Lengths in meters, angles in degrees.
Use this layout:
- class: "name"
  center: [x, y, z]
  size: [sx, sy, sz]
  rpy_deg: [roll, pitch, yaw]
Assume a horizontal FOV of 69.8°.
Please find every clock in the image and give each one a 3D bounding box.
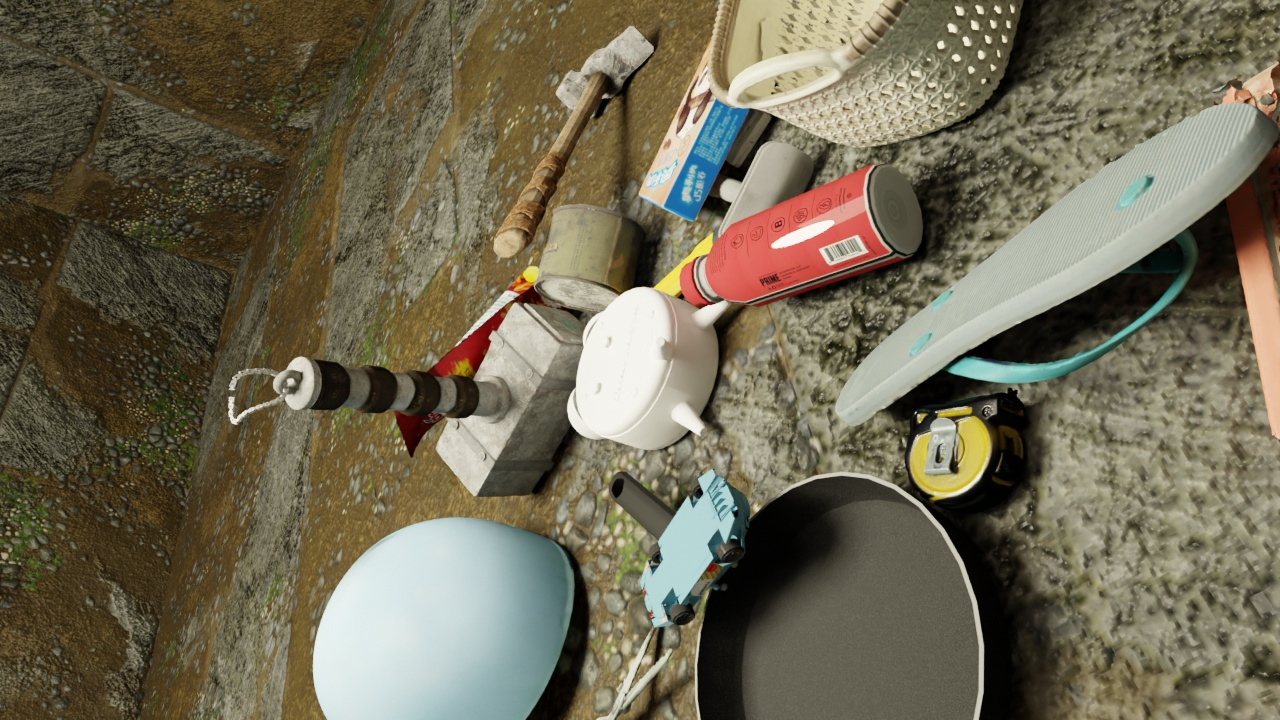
- class: "clock"
  center: [-0.004, 0.004, 0.740]
  size: [0.161, 0.072, 0.125]
  rpy_deg: [-9, 65, 54]

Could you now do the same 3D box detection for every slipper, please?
- class: "slipper"
  center: [0.200, -0.031, 0.462]
  size: [0.098, 0.055, 0.270]
  rpy_deg: [-53, 5, -35]

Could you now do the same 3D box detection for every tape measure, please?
- class: "tape measure"
  center: [0.170, 0.049, 0.485]
  size: [0.062, 0.034, 0.061]
  rpy_deg: [-21, 57, 52]

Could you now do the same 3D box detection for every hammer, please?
- class: "hammer"
  center: [-0.075, -0.218, 0.921]
  size: [0.122, 0.049, 0.317]
  rpy_deg: [-27, 32, 43]
- class: "hammer"
  center: [-0.179, 0.027, 0.765]
  size: [0.079, 0.325, 0.177]
  rpy_deg: [42, 109, 33]

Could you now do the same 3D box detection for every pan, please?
- class: "pan"
  center: [0.074, 0.145, 0.567]
  size: [0.356, 0.044, 0.204]
  rpy_deg: [30, 98, 58]

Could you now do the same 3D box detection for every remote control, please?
- class: "remote control"
  center: [0.071, -0.219, 0.815]
  size: [0.050, 0.011, 0.135]
  rpy_deg: [-57, 33, 20]

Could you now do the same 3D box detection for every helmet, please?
- class: "helmet"
  center: [-0.180, 0.238, 0.795]
  size: [0.266, 0.166, 0.225]
  rpy_deg: [-33, 36, 32]

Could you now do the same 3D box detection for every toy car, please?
- class: "toy car"
  center: [0.037, 0.120, 0.569]
  size: [0.108, 0.027, 0.060]
  rpy_deg: [-61, 32, 30]

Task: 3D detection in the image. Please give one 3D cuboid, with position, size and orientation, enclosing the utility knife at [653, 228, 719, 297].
- class: "utility knife"
  center: [0.025, -0.063, 0.792]
  size: [0.152, 0.017, 0.030]
  rpy_deg: [-38, 39, 40]

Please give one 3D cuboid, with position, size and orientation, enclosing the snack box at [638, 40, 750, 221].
- class: "snack box"
  center: [0.053, -0.195, 0.767]
  size: [0.151, 0.034, 0.087]
  rpy_deg: [-64, 19, 10]

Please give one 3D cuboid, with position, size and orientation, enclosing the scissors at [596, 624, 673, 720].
- class: "scissors"
  center: [-0.021, 0.254, 0.654]
  size: [0.175, 0.014, 0.141]
  rpy_deg: [-55, 9, 44]

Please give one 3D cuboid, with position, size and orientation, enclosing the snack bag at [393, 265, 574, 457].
- class: "snack bag"
  center: [-0.162, -0.006, 0.901]
  size: [0.207, 0.066, 0.139]
  rpy_deg: [-42, -12, -25]

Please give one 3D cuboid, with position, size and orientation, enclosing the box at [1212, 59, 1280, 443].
- class: "box"
  center: [0.274, -0.043, 0.373]
  size: [0.056, 0.059, 0.186]
  rpy_deg: [-4, 66, 22]

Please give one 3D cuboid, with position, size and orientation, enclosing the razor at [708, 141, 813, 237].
- class: "razor"
  center: [0.080, -0.132, 0.729]
  size: [0.088, 0.047, 0.116]
  rpy_deg: [-64, 24, 9]

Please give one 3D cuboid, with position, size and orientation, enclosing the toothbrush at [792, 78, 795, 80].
- class: "toothbrush"
  center: [0.102, -0.272, 0.798]
  size: [0.016, 0.018, 0.182]
  rpy_deg: [-53, 32, 24]

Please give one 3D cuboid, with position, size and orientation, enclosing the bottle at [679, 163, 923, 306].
- class: "bottle"
  center: [0.098, -0.074, 0.623]
  size: [0.177, 0.062, 0.062]
  rpy_deg: [-17, 58, 45]

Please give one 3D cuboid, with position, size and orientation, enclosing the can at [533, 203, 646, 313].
- class: "can"
  center: [-0.046, -0.093, 0.846]
  size: [0.090, 0.089, 0.074]
  rpy_deg: [-8, 66, 55]

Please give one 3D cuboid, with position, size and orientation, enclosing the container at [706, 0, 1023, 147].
- class: "container"
  center: [0.152, -0.260, 0.589]
  size: [0.185, 0.142, 0.246]
  rpy_deg: [0, 72, 57]
